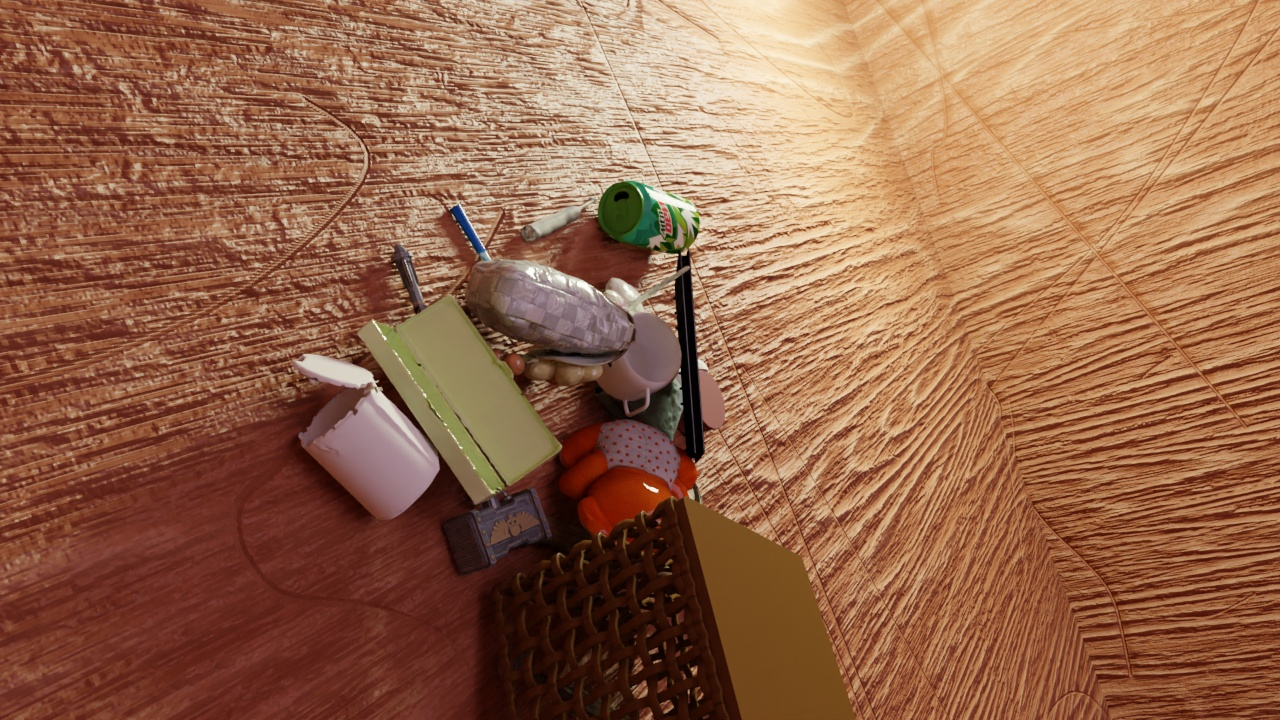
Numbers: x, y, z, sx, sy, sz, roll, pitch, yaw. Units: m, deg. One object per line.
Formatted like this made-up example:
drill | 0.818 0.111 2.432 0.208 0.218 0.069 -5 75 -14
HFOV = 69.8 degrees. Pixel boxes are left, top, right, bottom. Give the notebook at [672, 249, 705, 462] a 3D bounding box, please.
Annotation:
notebook | 0.057 0.003 1.102 0.169 0.019 0.231 88 -1 -80

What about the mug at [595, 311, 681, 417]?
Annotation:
mug | -0.006 0.006 1.057 0.094 0.068 0.115 12 64 -34

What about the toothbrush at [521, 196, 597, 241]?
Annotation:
toothbrush | -0.094 -0.183 1.157 0.185 0.024 0.022 -43 149 -56

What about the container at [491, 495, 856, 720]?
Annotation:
container | 0.037 0.293 0.851 0.251 0.215 0.219 34 33 -48

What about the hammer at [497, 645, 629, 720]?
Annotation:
hammer | -0.034 0.363 0.940 0.317 0.028 0.146 45 34 -35

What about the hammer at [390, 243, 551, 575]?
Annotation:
hammer | -0.182 0.037 0.889 0.098 0.044 0.322 -14 82 -58

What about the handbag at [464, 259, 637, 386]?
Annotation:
handbag | -0.107 -0.037 0.976 0.171 0.113 0.123 20 90 -37

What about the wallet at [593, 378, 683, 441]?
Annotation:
wallet | 0.002 0.042 1.150 0.131 0.054 0.100 48 49 -31

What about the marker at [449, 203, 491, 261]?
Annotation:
marker | -0.168 -0.107 1.012 0.142 0.013 0.013 61 33 -14

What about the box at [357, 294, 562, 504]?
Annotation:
box | -0.169 0.037 0.837 0.188 0.061 0.133 53 37 3

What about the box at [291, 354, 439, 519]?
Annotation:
box | -0.233 0.053 0.758 0.160 0.092 0.081 50 6 -26

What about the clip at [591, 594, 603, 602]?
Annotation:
clip | -0.052 0.254 0.985 0.051 0.045 0.014 110 -26 -71

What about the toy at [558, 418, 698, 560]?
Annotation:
toy | -0.009 0.144 0.983 0.163 0.093 0.172 19 35 -14

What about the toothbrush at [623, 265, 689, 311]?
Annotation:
toothbrush | -0.005 -0.065 1.076 0.010 0.182 0.010 34 47 -25

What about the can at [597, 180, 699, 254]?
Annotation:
can | 0.012 -0.196 1.266 0.144 0.083 0.083 4 70 -56

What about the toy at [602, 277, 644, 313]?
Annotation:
toy | -0.019 -0.072 1.187 0.076 0.037 0.125 50 14 -12

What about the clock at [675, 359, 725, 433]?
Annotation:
clock | 0.073 0.049 1.257 0.087 0.044 0.124 -31 99 -58

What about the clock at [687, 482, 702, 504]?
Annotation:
clock | 0.014 0.145 1.100 0.141 0.055 0.092 39 22 -31

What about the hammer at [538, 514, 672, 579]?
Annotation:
hammer | -0.012 0.230 1.041 0.321 0.040 0.129 32 52 -43
